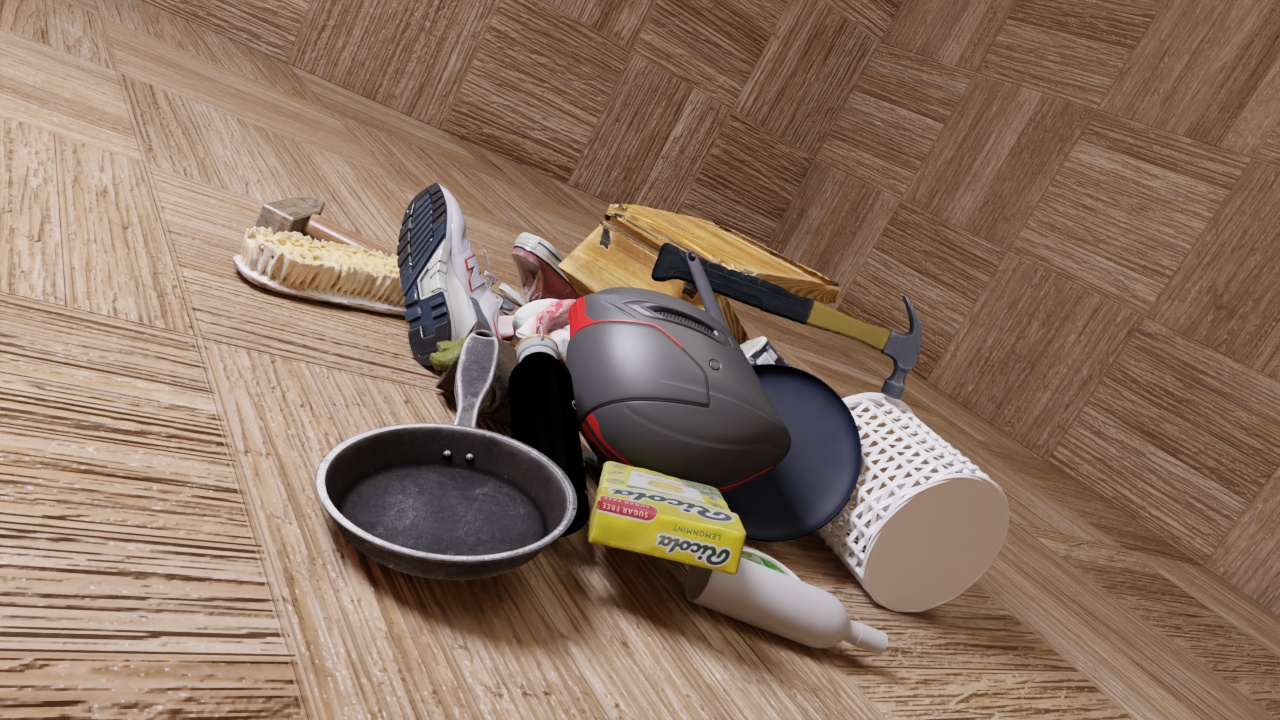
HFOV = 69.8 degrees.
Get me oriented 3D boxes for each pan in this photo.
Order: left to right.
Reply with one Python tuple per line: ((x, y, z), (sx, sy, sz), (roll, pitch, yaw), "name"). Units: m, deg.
((-0.146, 0.062, 0.753), (0.187, 0.055, 0.356), (10, 22, -8), "pan")
((0.117, 0.030, 1.041), (0.021, 0.199, 0.356), (69, 1, -73), "pan")

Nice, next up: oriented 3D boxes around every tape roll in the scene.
((0.121, 0.216, 0.900), (0.094, 0.018, 0.093), (26, 14, -7), "tape roll")

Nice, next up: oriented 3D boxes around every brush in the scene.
((-0.337, -0.099, 1.071), (0.083, 0.057, 0.270), (42, 19, 34), "brush")

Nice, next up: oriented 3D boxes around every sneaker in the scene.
((-0.211, -0.086, 1.083), (0.124, 0.089, 0.239), (25, 48, -48), "sneaker")
((-0.144, -0.112, 1.441), (0.118, 0.087, 0.241), (21, -12, 23), "sneaker")

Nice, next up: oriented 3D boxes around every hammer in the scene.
((-0.342, -0.132, 1.227), (0.301, 0.037, 0.157), (27, 14, -6), "hammer")
((0.177, -0.067, 1.100), (0.333, 0.118, 0.025), (21, 8, 3), "hammer")

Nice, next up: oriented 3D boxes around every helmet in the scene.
((0.030, 0.051, 0.940), (0.264, 0.165, 0.169), (24, 54, -11), "helmet")

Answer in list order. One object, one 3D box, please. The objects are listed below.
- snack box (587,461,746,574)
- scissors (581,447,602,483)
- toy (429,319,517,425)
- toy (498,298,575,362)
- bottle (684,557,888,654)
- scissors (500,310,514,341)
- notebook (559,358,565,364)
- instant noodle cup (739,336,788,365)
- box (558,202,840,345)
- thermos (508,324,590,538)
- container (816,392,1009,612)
((0.020, 0.128, 0.795), (0.121, 0.045, 0.181), (13, 4, -1), "snack box")
((-0.052, 0.119, 0.925), (0.195, 0.015, 0.179), (36, 15, 32), "scissors")
((-0.144, 0.023, 0.958), (0.152, 0.078, 0.179), (33, 17, -12), "toy")
((-0.113, -0.035, 1.133), (0.159, 0.084, 0.194), (2, 4, -26), "toy")
((0.137, 0.224, 0.827), (0.195, 0.052, 0.052), (24, 14, -15), "bottle")
((-0.163, -0.045, 1.283), (0.169, 0.012, 0.157), (20, 15, 20), "scissors")
((-0.013, 0.054, 1.215), (0.225, 0.024, 0.167), (28, 13, -1), "notebook")
((0.137, 0.042, 1.120), (0.112, 0.137, 0.137), (58, 12, -7), "instant noodle cup")
((0.083, -0.112, 1.291), (0.279, 0.263, 0.269), (38, -10, 44), "box")
((-0.089, 0.052, 0.842), (0.061, 0.061, 0.231), (21, 35, -27), "thermos")
((0.294, 0.162, 1.074), (0.189, 0.189, 0.186), (21, 17, -28), "container")
